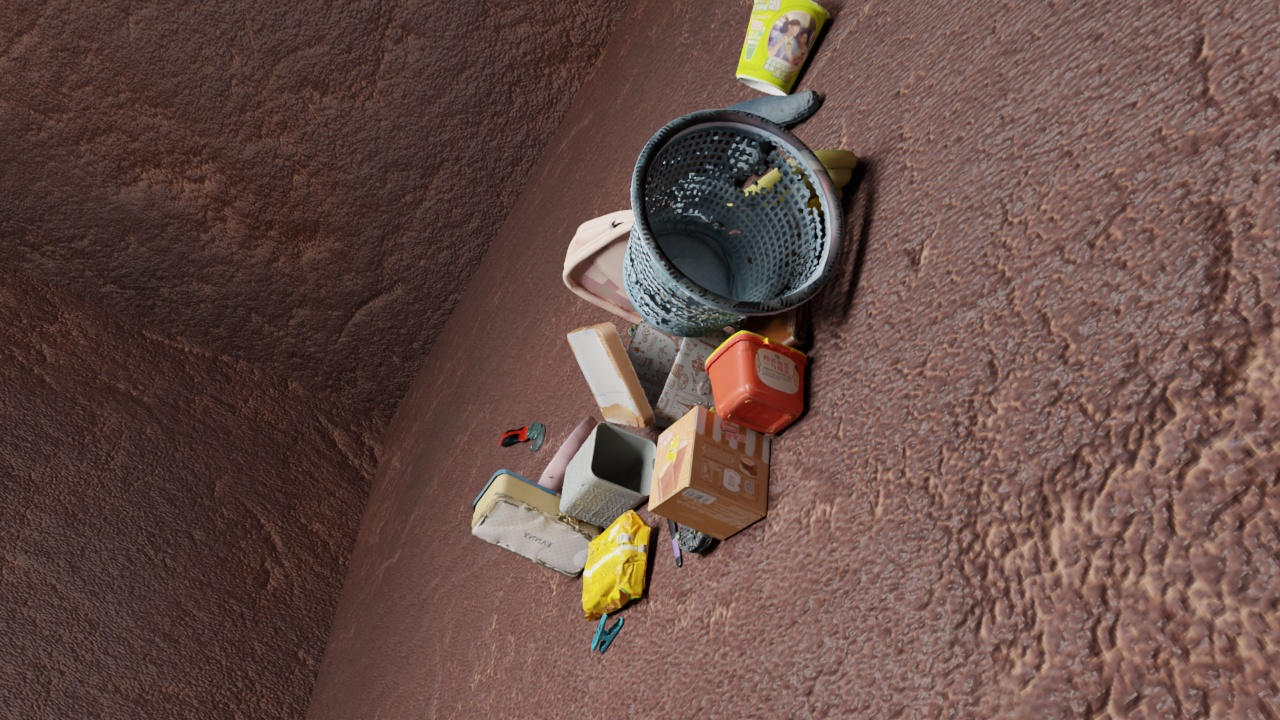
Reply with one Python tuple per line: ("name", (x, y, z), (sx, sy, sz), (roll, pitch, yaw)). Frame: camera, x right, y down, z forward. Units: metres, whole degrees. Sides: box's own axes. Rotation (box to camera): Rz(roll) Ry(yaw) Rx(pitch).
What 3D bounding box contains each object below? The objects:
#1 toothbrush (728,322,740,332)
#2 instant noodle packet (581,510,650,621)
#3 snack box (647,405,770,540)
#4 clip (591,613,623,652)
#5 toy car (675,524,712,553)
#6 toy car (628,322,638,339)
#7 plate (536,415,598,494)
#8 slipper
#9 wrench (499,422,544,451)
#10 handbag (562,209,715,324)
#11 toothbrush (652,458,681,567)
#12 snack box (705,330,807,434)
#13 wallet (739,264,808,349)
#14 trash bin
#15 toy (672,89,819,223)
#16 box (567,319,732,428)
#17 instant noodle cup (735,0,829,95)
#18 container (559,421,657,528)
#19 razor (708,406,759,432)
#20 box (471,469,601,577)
("toothbrush", (0.107, -0.057, 1.171), (0.014, 0.016, 0.189), (-56, 20, 9))
("instant noodle packet", (-0.029, 0.250, 1.111), (0.129, 0.044, 0.110), (-46, 33, 51))
("snack box", (0.071, 0.116, 0.938), (0.077, 0.092, 0.094), (-43, 29, 47))
("clip", (-0.041, 0.324, 1.088), (0.014, 0.040, 0.056), (-104, 36, -63))
("toy car", (0.065, 0.158, 0.994), (0.049, 0.031, 0.105), (-42, 31, 47))
("toy car", (0.009, -0.068, 1.410), (0.043, 0.034, 0.090), (-46, 24, 48))
("plate", (-0.108, 0.171, 1.337), (0.192, 0.039, 0.192), (-57, -8, -13))
("slipper", (0.177, -0.181, 1.069), (0.191, 0.091, 0.081), (-23, 84, 50))
("wrench", (-0.236, 0.151, 1.810), (0.274, 0.016, 0.056), (-11, 56, 66))
("handbag", (0.024, -0.136, 1.232), (0.235, 0.193, 0.093), (-27, 43, 54))
("toothbrush", (0.031, 0.175, 1.088), (0.014, 0.016, 0.188), (-55, 23, 25))
("snack box", (0.120, 0.024, 0.933), (0.082, 0.091, 0.080), (-47, 33, 44))
("wallet", (0.148, -0.038, 1.019), (0.101, 0.032, 0.124), (-45, 25, 42))
("trash bin", (0.076, -0.125, 0.998), (0.195, 0.226, 0.226), (132, 157, -67))
("toy", (0.118, -0.277, 1.321), (0.357, 0.091, 0.137), (-51, 51, 38))
("box", (-0.009, 0.007, 1.149), (0.152, 0.177, 0.183), (-67, 20, -9))
("instant noodle cup", (0.192, -0.445, 1.298), (0.111, 0.111, 0.123), (-133, 62, -69))
("container", (-0.046, 0.156, 1.204), (0.115, 0.090, 0.090), (-50, 24, 43))
("razor", (0.078, 0.084, 1.037), (0.067, 0.062, 0.168), (-41, -3, -36))
("box", (-0.143, 0.219, 1.234), (0.090, 0.184, 0.061), (-50, 21, 24))
